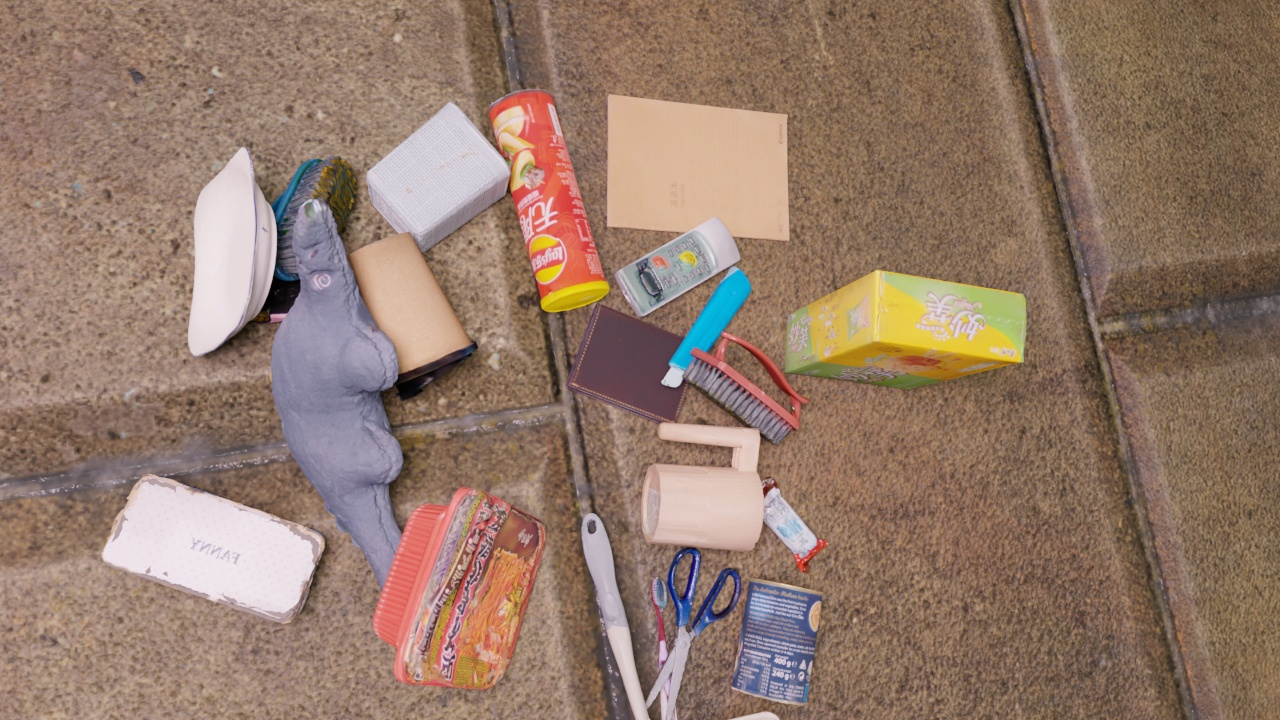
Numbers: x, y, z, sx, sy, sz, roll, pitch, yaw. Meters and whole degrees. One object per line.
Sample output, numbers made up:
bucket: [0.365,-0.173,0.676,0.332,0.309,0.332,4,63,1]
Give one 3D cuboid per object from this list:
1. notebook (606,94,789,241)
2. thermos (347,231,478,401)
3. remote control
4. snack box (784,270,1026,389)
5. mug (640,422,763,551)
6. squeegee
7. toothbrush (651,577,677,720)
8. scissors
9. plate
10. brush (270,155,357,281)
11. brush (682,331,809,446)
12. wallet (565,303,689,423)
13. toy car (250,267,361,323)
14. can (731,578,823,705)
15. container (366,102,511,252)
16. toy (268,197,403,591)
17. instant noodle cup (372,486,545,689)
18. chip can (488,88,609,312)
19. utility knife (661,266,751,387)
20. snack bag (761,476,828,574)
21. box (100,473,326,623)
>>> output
notebook: [0.066,-0.211,1.016,0.211,0.012,0.149,2,81,-15]
thermos: [-0.215,-0.042,0.855,0.093,0.093,0.143,-25,98,-18]
remote control: [0.041,-0.101,0.980,0.135,0.019,0.056,-30,93,-16]
snack box: [0.259,-0.024,0.930,0.157,0.210,0.070,7,79,-13]
mug: [0.062,0.125,0.910,0.103,0.084,0.124,6,92,-13]
squeegee: [-0.018,0.263,0.873,0.246,0.039,0.246,-16,75,1]
toothbrush: [0.027,0.310,0.906,0.016,0.017,0.187,-2,80,-19]
scissors: [0.040,0.265,0.906,0.169,0.012,0.147,-32,100,-29]
plate: [-0.357,-0.090,0.808,0.034,0.164,0.164,8,74,-41]
brush: [-0.318,-0.133,0.859,0.074,0.055,0.143,-8,51,21]
brush: [0.117,0.031,0.943,0.145,0.063,0.069,37,87,-30]
wallet: [-0.006,0.006,0.952,0.122,0.020,0.096,21,79,-11]
toy car: [-0.320,-0.062,0.870,0.122,0.037,0.056,-1,74,-3]
can: [0.136,0.279,0.911,0.075,0.075,0.111,15,77,-12]
container: [-0.200,-0.174,0.896,0.111,0.090,0.090,-41,92,-15]
toy: [-0.265,0.033,0.807,0.091,0.138,0.357,-20,114,-39]
instant noodle cup: [-0.161,0.200,0.814,0.079,0.189,0.164,11,73,23]
chip can: [-0.093,-0.162,0.930,0.073,0.073,0.216,-14,85,-17]
utility knife: [0.069,-0.033,0.967,0.034,0.018,0.166,41,62,-9]
snack bag: [0.153,0.172,0.961,0.045,0.026,0.105,-41,91,-9]
box: [-0.374,0.163,0.803,0.184,0.059,0.089,24,74,-8]
